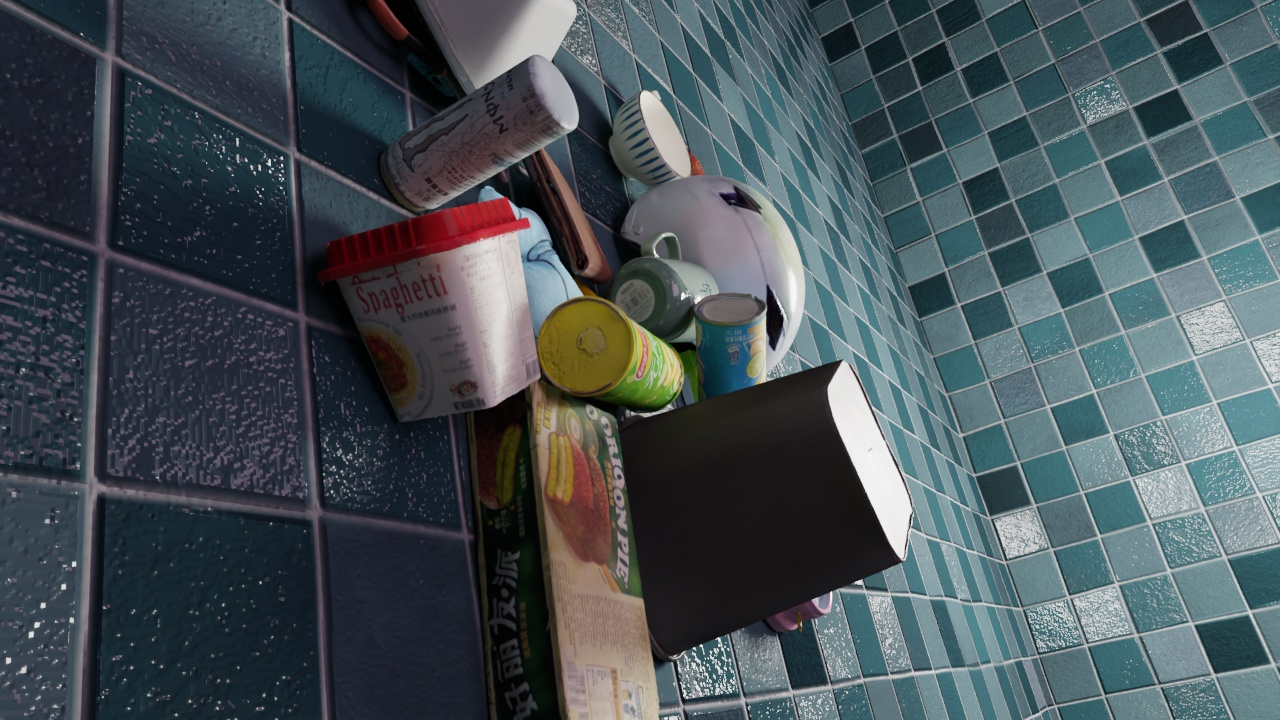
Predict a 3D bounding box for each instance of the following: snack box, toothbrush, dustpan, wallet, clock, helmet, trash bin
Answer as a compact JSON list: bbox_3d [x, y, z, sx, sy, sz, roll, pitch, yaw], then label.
[{"bbox_3d":[0.091,0.037,1.075,0.156,0.026,0.085,11,60,-62],"label":"snack box"},{"bbox_3d":[-0.005,0.005,0.918,0.017,0.016,0.187,66,23,-23],"label":"toothbrush"},{"bbox_3d":[-0.164,-0.312,0.825,0.258,0.143,0.222,35,16,-2],"label":"dustpan"},{"bbox_3d":[-0.068,-0.128,0.841,0.124,0.032,0.101,64,4,7],"label":"wallet"},{"bbox_3d":[0.173,0.233,1.032,0.117,0.060,0.158,67,22,-2],"label":"clock"},{"bbox_3d":[-0.055,0.139,0.643,0.114,0.063,0.239,31,42,-53],"label":"snack box"},{"bbox_3d":[0.110,-0.105,1.054,0.258,0.146,0.228,62,22,6],"label":"helmet"},{"bbox_3d":[0.100,0.118,0.790,0.198,0.220,0.198,66,23,-4],"label":"trash bin"}]

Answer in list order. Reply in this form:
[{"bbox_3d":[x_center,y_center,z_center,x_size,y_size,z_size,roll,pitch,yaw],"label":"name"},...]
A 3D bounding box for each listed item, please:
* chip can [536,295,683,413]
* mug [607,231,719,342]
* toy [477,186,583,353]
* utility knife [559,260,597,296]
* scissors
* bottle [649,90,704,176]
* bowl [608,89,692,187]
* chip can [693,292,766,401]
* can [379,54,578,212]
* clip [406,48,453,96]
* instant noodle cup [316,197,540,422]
[{"bbox_3d":[-0.016,0.002,0.742,0.221,0.073,0.072,26,45,-76],"label":"chip can"},{"bbox_3d":[0.022,-0.073,0.911,0.106,0.082,0.111,-3,91,-62],"label":"mug"},{"bbox_3d":[-0.084,-0.061,0.768,0.161,0.050,0.156,28,46,-58],"label":"toy"},{"bbox_3d":[-0.078,-0.082,0.843,0.218,0.015,0.033,42,34,-44],"label":"utility knife"},{"bbox_3d":[-0.169,-0.250,0.771,0.213,0.015,0.197,31,40,-55],"label":"scissors"},{"bbox_3d":[0.049,-0.254,1.205,0.206,0.060,0.059,65,24,-4],"label":"bottle"},{"bbox_3d":[0.005,-0.257,1.104,0.116,0.066,0.116,45,32,-38],"label":"bowl"},{"bbox_3d":[0.091,0.042,0.911,0.071,0.071,0.210,-65,154,-59],"label":"chip can"},{"bbox_3d":[-0.119,-0.163,0.671,0.058,0.147,0.058,45,32,-40],"label":"can"},{"bbox_3d":[-0.180,-0.251,0.787,0.055,0.013,0.034,32,41,-55],"label":"clip"},{"bbox_3d":[-0.127,-0.032,0.598,0.116,0.116,0.124,-36,113,-65],"label":"instant noodle cup"}]
